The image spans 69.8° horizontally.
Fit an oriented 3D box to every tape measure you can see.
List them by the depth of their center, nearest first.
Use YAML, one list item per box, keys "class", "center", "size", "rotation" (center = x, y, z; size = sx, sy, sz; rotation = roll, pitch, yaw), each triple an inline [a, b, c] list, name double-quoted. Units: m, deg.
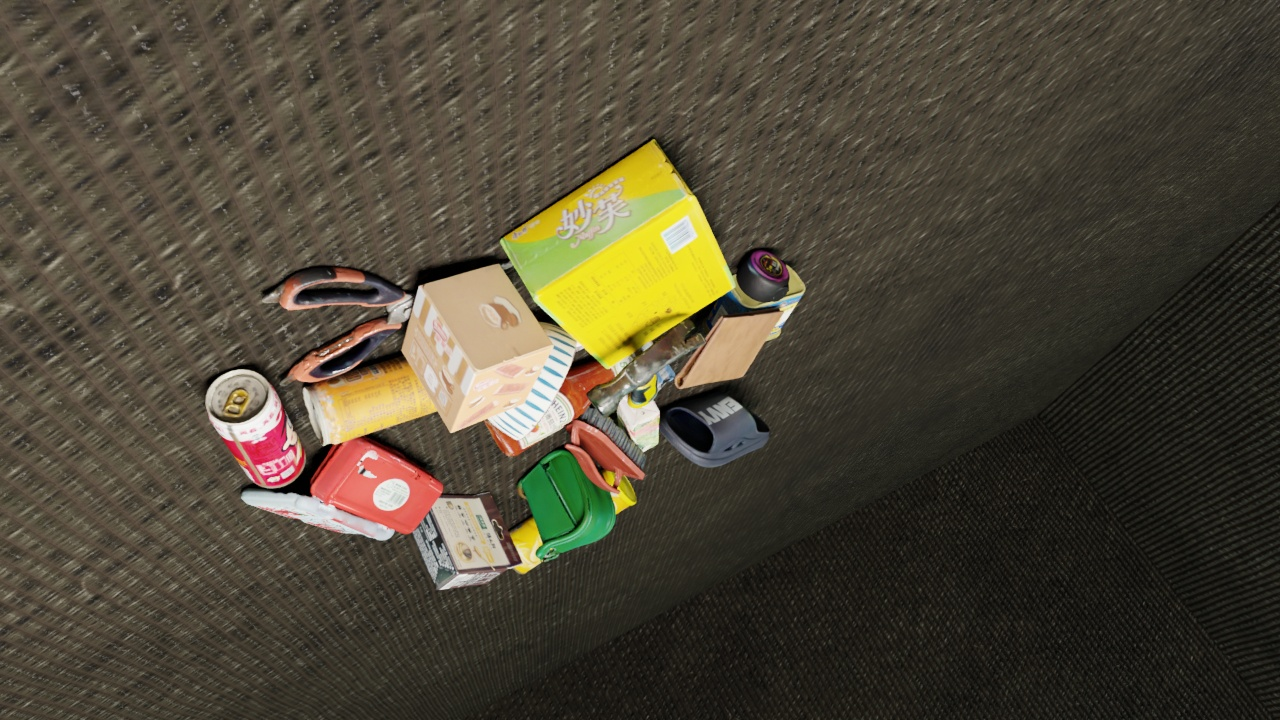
- class: "tape measure"
  center: [0.136, -0.092, 1.022]
  size: [0.058, 0.057, 0.039]
  rotation: [17, 136, -19]

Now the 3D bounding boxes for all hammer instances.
- class: "hammer"
  center: [0.007, 0.021, 0.997]
  size: [0.126, 0.032, 0.323]
  rotation: [-38, 175, -4]

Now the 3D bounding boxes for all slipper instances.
- class: "slipper"
  center: [0.120, 0.083, 1.336]
  size: [0.267, 0.111, 0.083]
  rotation: [-3, 129, -57]

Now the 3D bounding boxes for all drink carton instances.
- class: "drink carton"
  center: [-0.002, 0.078, 1.214]
  size: [0.045, 0.053, 0.123]
  rotation: [-27, 158, -10]

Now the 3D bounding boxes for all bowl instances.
- class: "bowl"
  center: [-0.118, 0.011, 0.883]
  size: [0.066, 0.116, 0.117]
  rotation: [31, 127, -17]

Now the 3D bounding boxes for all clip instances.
- class: "clip"
  center: [0.022, 0.027, 1.176]
  size: [0.043, 0.027, 0.058]
  rotation: [-24, 159, -35]

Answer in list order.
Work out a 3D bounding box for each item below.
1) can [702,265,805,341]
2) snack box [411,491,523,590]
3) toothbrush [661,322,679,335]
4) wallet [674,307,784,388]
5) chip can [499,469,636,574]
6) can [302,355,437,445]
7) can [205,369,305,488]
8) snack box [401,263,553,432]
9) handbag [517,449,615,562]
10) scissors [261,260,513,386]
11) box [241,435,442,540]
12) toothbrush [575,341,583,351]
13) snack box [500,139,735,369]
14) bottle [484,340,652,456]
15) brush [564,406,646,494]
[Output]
- class: "can"
  center: [0.135, -0.064, 1.083]
  size: [0.101, 0.057, 0.083]
  rotation: [-18, 152, -30]
- class: "snack box"
  center: [-0.226, 0.227, 1.171]
  size: [0.053, 0.113, 0.125]
  rotation: [-37, 157, 17]
- class: "toothbrush"
  center: [-0.007, 0.006, 1.117]
  size: [0.014, 0.017, 0.190]
  rotation: [-7, 152, -43]
- class: "wallet"
  center: [0.102, -0.014, 1.046]
  size: [0.101, 0.020, 0.116]
  rotation: [-9, 143, -42]
- class: "chip can"
  center: [-0.111, 0.243, 1.405]
  size: [0.213, 0.072, 0.072]
  rotation: [-34, 158, 10]
- class: "can"
  center: [-0.222, 0.028, 0.828]
  size: [0.145, 0.058, 0.058]
  rotation: [-18, 155, -27]
- class: "can"
  center: [-0.323, 0.060, 0.775]
  size: [0.053, 0.053, 0.133]
  rotation: [-23, 156, -19]
- class: "snack box"
  center: [-0.139, -0.011, 0.769]
  size: [0.076, 0.092, 0.095]
  rotation: [-21, 157, -35]
- class: "handbag"
  center: [-0.104, 0.192, 1.231]
  size: [0.120, 0.131, 0.068]
  rotation: [-34, 148, 19]
- class: "scissors"
  center: [-0.209, -0.042, 0.756]
  size: [0.225, 0.015, 0.189]
  rotation: [-30, 158, -5]
- class: "box"
  center: [-0.306, 0.149, 0.975]
  size: [0.154, 0.074, 0.201]
  rotation: [-27, 157, 2]
- class: "toothbrush"
  center: [-0.097, 0.005, 0.988]
  size: [0.187, 0.017, 0.016]
  rotation: [-30, 159, -1]
- class: "snack box"
  center: [-0.012, -0.086, 0.834]
  size: [0.158, 0.070, 0.210]
  rotation: [-33, 158, 4]
- class: "bottle"
  center: [-0.074, 0.033, 1.025]
  size: [0.205, 0.059, 0.060]
  rotation: [-31, 159, -15]
- class: "brush"
  center: [-0.051, 0.116, 1.172]
  size: [0.146, 0.063, 0.069]
  rotation: [52, 56, -49]
